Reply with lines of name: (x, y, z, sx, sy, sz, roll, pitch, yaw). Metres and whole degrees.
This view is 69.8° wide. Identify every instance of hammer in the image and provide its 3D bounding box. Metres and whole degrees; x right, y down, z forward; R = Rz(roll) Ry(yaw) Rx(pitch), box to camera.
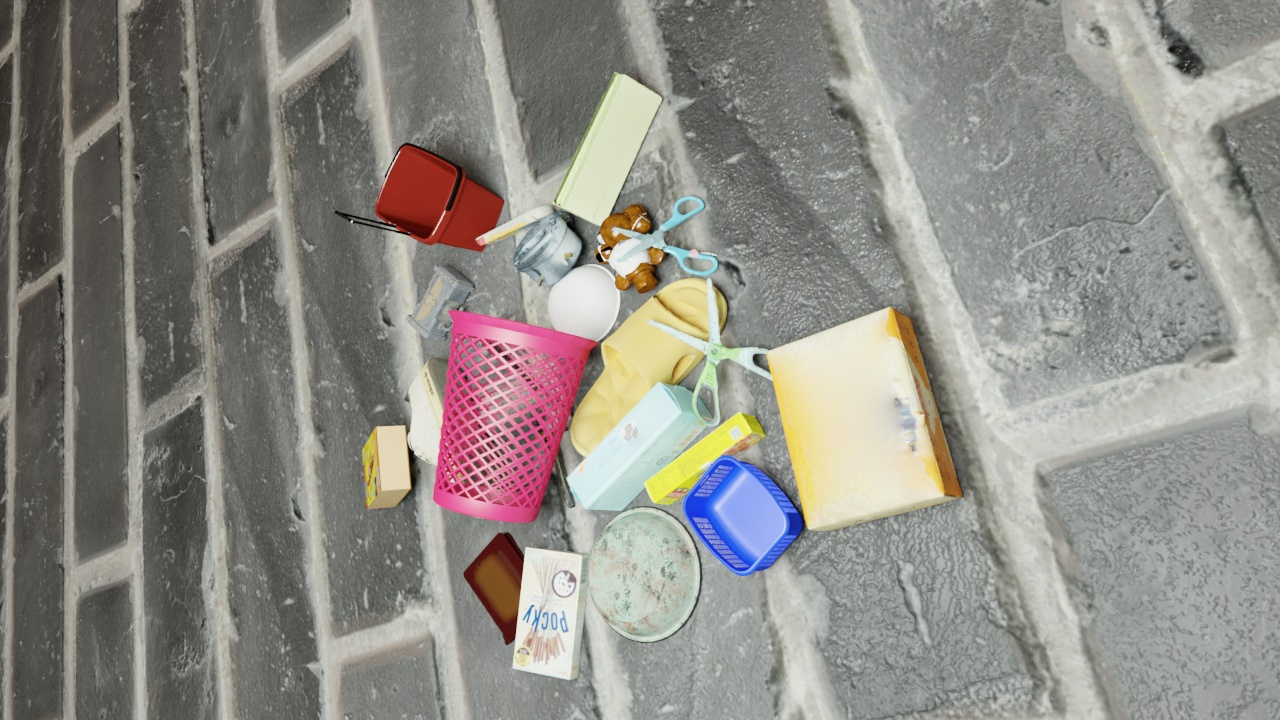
hammer: (-0.198, -0.011, 1.254, 0.322, 0.044, 0.098, 38, 103, 31)

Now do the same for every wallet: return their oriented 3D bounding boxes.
wallet: (-0.175, 0.295, 1.192, 0.092, 0.018, 0.115, -49, 60, 16)

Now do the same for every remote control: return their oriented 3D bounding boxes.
remote control: (-0.173, -0.186, 1.269, 0.126, 0.038, 0.018, -20, 92, 30)

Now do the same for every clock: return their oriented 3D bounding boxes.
clock: (-0.123, -0.151, 1.207, 0.090, 0.052, 0.129, -41, 33, 16)

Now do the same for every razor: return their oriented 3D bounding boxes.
razor: (-0.103, 0.137, 1.171, 0.043, 0.026, 0.105, -25, 72, 26)

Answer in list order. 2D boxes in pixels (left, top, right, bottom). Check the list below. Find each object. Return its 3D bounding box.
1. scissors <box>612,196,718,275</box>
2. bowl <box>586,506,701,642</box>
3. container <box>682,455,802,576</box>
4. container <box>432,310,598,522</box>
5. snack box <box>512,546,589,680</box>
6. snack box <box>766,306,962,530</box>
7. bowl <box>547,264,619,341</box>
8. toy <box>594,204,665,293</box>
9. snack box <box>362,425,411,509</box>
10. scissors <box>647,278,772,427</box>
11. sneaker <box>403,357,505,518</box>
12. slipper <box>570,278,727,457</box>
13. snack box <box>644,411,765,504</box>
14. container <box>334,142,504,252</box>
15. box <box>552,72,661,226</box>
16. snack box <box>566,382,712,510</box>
scissors: (0.036, -0.156, 1.109, 0.136, 0.015, 0.125, 19, 73, 0)
bowl: (-0.006, 0.249, 1.071, 0.158, 0.038, 0.157, -7, 77, 33)
container: (0.114, 0.168, 0.995, 0.096, 0.058, 0.114, -52, 58, 15)
container: (-0.163, 0.070, 1.106, 0.183, 0.183, 0.225, 11, 88, 35)
snack box: (-0.110, 0.309, 1.131, 0.082, 0.026, 0.150, 2, 81, 23)
snack box: (0.221, 0.061, 0.929, 0.145, 0.080, 0.195, -21, 69, 30)
bowl: (-0.083, -0.075, 1.186, 0.110, 0.040, 0.110, -7, 77, 33)
toy: (-0.013, -0.136, 1.142, 0.087, 0.067, 0.112, -36, 72, 23)
snack box: (-0.359, 0.152, 1.290, 0.126, 0.040, 0.088, 140, 124, -59)
scissors: (0.090, -0.010, 1.036, 0.169, 0.023, 0.171, -3, 82, 12)
sneaker: (-0.266, 0.116, 1.243, 0.102, 0.088, 0.241, -36, 62, 22)
slipper: (-0.007, 0.006, 1.097, 0.099, 0.078, 0.264, 45, 106, 34)
snack box: (0.072, 0.113, 1.044, 0.148, 0.040, 0.029, -39, 61, 22)
container: (-0.306, -0.227, 1.268, 0.148, 0.200, 0.127, 29, 98, 34)
box: (-0.050, -0.273, 1.184, 0.089, 0.077, 0.188, 32, 98, 35)
snack box: (-0.001, 0.104, 1.075, 0.175, 0.075, 0.053, -48, 60, 18)
